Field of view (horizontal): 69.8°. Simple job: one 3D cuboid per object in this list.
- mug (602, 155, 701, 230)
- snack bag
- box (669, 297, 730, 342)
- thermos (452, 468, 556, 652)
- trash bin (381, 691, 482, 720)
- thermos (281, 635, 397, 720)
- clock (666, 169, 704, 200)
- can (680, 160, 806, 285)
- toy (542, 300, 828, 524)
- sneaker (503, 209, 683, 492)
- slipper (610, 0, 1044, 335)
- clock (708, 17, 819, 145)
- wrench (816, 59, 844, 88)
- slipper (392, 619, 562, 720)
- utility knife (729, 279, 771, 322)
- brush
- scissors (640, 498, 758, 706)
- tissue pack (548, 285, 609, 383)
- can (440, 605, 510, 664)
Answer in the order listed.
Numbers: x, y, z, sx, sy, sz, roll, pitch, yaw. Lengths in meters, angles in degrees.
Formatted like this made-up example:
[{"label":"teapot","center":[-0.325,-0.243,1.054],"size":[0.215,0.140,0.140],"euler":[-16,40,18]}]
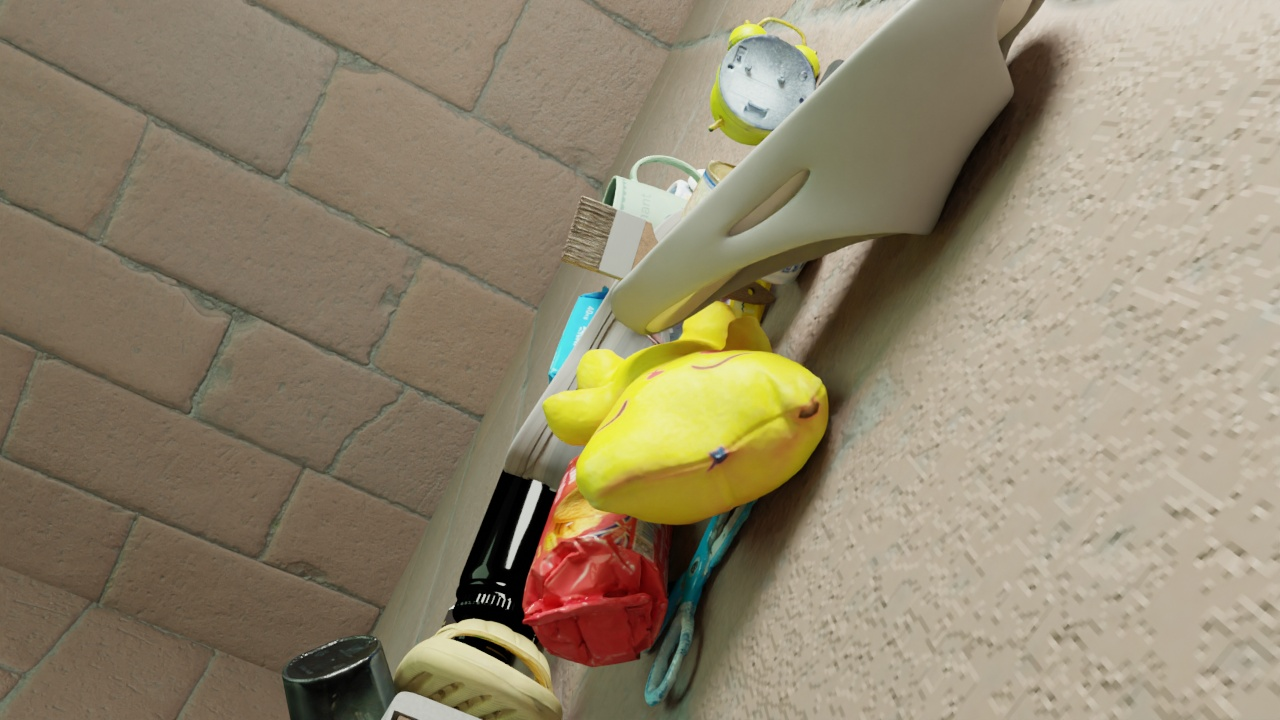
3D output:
[{"label":"mug","center":[0.019,-0.128,0.829],"size":[0.084,0.104,0.111],"euler":[173,109,-78]},{"label":"snack bag","center":[-0.018,0.110,0.542],"size":[0.082,0.082,0.176],"euler":[-61,4,15]},{"label":"box","center":[0.037,-0.026,0.740],"size":[0.202,0.037,0.152],"euler":[134,150,-58]},{"label":"thermos","center":[-0.104,0.166,0.816],"size":[0.086,0.086,0.198],"euler":[-51,17,49]},{"label":"trash bin","center":[-0.137,0.331,0.516],"size":[0.115,0.114,0.228],"euler":[-57,13,31]},{"label":"thermos","center":[-0.201,0.320,0.678],"size":[0.098,0.098,0.221],"euler":[-153,51,-79]},{"label":"clock","center":[0.047,-0.142,0.921],"size":[0.126,0.052,0.088],"euler":[-41,24,57]},{"label":"can","center":[0.071,-0.088,0.580],"size":[0.043,0.086,0.086],"euler":[-61,11,25]},{"label":"toy","center":[0.020,0.034,0.505],"size":[0.134,0.087,0.194],"euler":[-22,13,-3]},{"label":"sneaker","center":[-0.005,0.004,0.685],"size":[0.236,0.089,0.099],"euler":[-57,1,-1]},{"label":"slipper","center":[0.098,-0.077,0.452],"size":[0.267,0.080,0.112],"euler":[-39,-13,27]},{"label":"clock","center":[0.106,-0.238,0.776],"size":[0.057,0.083,0.119],"euler":[139,154,-80]},{"label":"wrench","center":[0.107,-0.158,0.747],"size":[0.274,0.018,0.073],"euler":[142,143,-70]},{"label":"slipper","center":[-0.128,0.239,0.701],"size":[0.262,0.111,0.079],"euler":[-45,14,54]},{"label":"utility knife","center":[0.088,-0.085,0.634],"size":[0.030,0.017,0.159],"euler":[7,77,41]},{"label":"brush","center":[0.022,-0.064,0.600],"size":[0.008,0.143,0.045],"euler":[155,131,-75]},{"label":"scissors","center":[0.028,0.119,0.509],"size":[0.139,0.013,0.118],"euler":[-66,7,-15]},{"label":"tissue pack","center":[-0.041,0.012,0.835],"size":[0.144,0.062,0.093],"euler":[-72,-12,-46]},{"label":"can","center":[-0.167,0.295,0.855],"size":[0.072,0.072,0.128],"euler":[-47,20,57]}]
